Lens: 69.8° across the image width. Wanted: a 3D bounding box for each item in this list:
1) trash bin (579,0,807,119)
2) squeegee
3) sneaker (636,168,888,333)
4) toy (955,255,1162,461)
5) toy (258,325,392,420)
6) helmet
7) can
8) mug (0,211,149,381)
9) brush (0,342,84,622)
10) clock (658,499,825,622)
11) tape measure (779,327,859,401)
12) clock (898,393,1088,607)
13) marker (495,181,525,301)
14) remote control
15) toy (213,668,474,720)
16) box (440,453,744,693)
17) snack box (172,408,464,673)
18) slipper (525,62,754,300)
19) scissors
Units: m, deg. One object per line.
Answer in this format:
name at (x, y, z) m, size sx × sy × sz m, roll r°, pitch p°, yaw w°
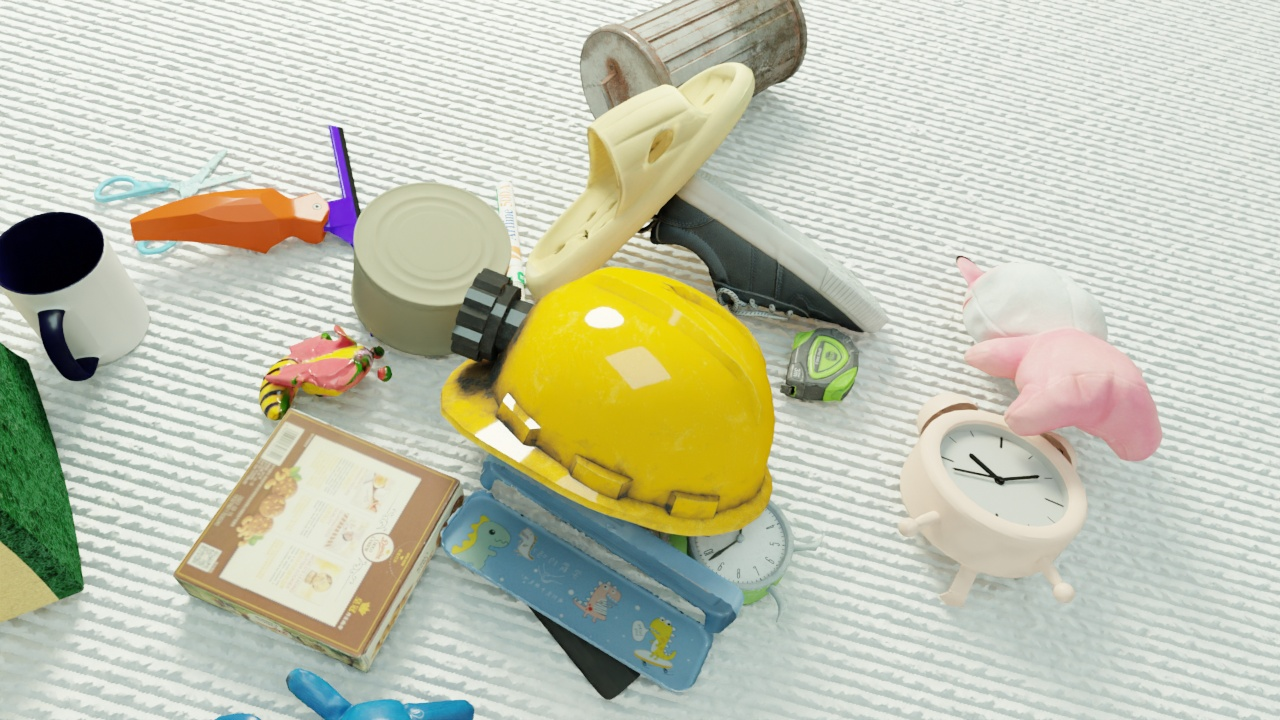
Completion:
trash bin at (0.048, -0.292, 0.901) m, size 0.210 × 0.131 × 0.131 m, roll -35°, pitch 68°, yaw -26°
squeegee at (-0.333, -0.120, 0.787) m, size 0.184 × 0.055 × 0.249 m, roll -8°, pitch 59°, yaw -21°
sneaker at (0.107, -0.078, 0.801) m, size 0.235 × 0.087 × 0.089 m, roll 33°, pitch 18°, yaw -7°
toy at (0.345, -0.012, 0.770) m, size 0.142 × 0.084 × 0.212 m, roll 13°, pitch 35°, yaw -7°
toy at (-0.253, 0.009, 0.722) m, size 0.103 × 0.046 × 0.084 m, roll -24°, pitch 45°, yaw -11°
helmet at (-0.004, 0.004, 0.660) m, size 0.255 × 0.131 × 0.204 m, roll 21°, pitch 24°, yaw 1°
can at (-0.173, -0.076, 0.760) m, size 0.127 × 0.073 × 0.127 m, roll 8°, pitch 58°, yaw -13°
mug at (-0.433, -0.040, 0.700) m, size 0.078 × 0.097 × 0.111 m, roll -8°, pitch 60°, yaw -12°
brush at (-0.441, 0.041, 0.558) m, size 0.075 × 0.251 × 0.195 m, roll -21°, pitch 67°, yaw -19°
clock at (0.065, 0.136, 0.687) m, size 0.119 × 0.043 × 0.094 m, roll 32°, pitch 59°, yaw 12°
tape measure at (0.156, 0.006, 0.784) m, size 0.059 × 0.036 × 0.065 m, roll 14°, pitch 61°, yaw 12°
clock at (0.270, 0.107, 0.720) m, size 0.131 × 0.086 × 0.160 m, roll 22°, pitch 49°, yaw 7°
marker at (-0.117, -0.102, 0.827) m, size 0.017 × 0.017 × 0.145 m, roll -5°, pitch 59°, yaw -10°
remote control at (-0.057, 0.178, 0.660) m, size 0.033 × 0.015 × 0.147 m, roll -35°, pitch 68°, yaw -25°
toy at (-0.187, 0.252, 0.570) m, size 0.176 × 0.071 × 0.112 m, roll -8°, pitch 48°, yaw -12°
box at (-0.038, 0.149, 0.640) m, size 0.210 × 0.073 × 0.078 m, roll 32°, pitch 58°, yaw 5°
snack box at (-0.224, 0.125, 0.657) m, size 0.147 × 0.041 × 0.142 m, roll 21°, pitch 58°, yaw 6°
slipper at (-0.020, -0.164, 0.770) m, size 0.262 × 0.079 × 0.111 m, roll -47°, pitch 28°, yaw 9°
scissors at (-0.428, -0.153, 0.826) m, size 0.120 × 0.015 × 0.138 m, roll 21°, pitch 52°, yaw 5°
